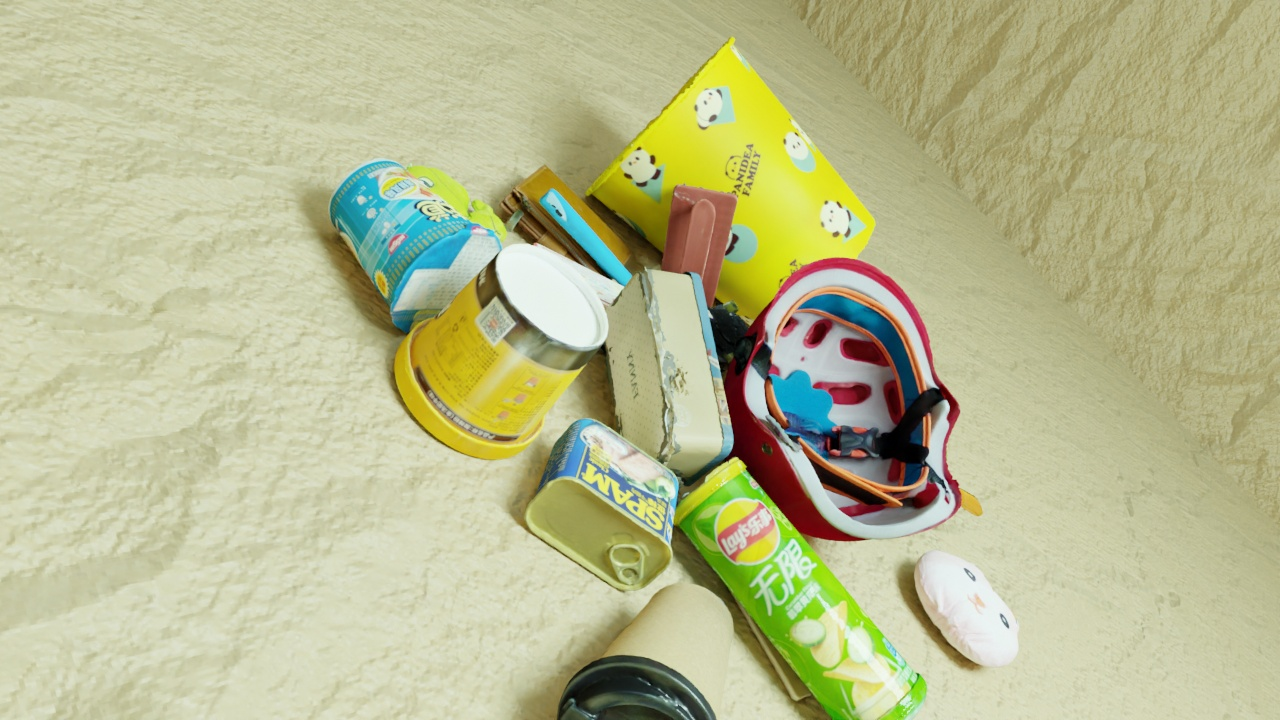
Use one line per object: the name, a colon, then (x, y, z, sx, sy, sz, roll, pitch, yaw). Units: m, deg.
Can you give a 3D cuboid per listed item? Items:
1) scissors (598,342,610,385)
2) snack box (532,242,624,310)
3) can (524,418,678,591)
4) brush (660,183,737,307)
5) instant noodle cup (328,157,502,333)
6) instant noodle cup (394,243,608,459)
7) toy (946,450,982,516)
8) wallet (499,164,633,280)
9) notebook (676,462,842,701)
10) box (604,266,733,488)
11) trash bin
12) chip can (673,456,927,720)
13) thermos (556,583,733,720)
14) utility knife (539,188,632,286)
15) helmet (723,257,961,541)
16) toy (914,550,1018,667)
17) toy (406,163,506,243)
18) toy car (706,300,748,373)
scissors: (-0.005, 0.000, 0.842, 0.180, 0.019, 0.143, 47, 30, 13)
snack box: (-0.032, -0.052, 0.843, 0.155, 0.027, 0.077, 25, 21, -22)
can: (-0.023, 0.098, 0.648, 0.102, 0.057, 0.083, 36, 28, -12)
brush: (0.052, -0.100, 0.917, 0.063, 0.146, 0.069, 11, 28, 1)
instant noodle cup: (-0.174, -0.092, 0.689, 0.110, 0.099, 0.099, 45, 28, 22)
instant noodle cup: (-0.092, -0.010, 0.642, 0.118, 0.115, 0.118, 30, 34, -24)
toy: (0.269, 0.098, 0.971, 0.227, 0.090, 0.246, 30, 26, -3)
wallet: (-0.072, -0.128, 0.908, 0.130, 0.035, 0.118, 45, 33, -9)
notebook: (0.113, 0.171, 0.767, 0.147, 0.008, 0.207, 3, 47, -49)
box: (0.017, 0.007, 0.744, 0.061, 0.090, 0.184, 9, 59, -26)
trash bin: (0.107, -0.182, 1.024, 0.255, 0.230, 0.229, 43, 29, -10)
chip can: (0.115, 0.178, 0.677, 0.221, 0.073, 0.072, 51, 30, 14)
thermos: (0.012, 0.191, 0.542, 0.093, 0.093, 0.143, 43, 21, 2)
utility knife: (-0.021, -0.085, 0.888, 0.218, 0.018, 0.034, 46, 12, -27)
helmet: (0.156, 0.044, 0.798, 0.206, 0.144, 0.239, 15, 62, -22)
toy: (0.322, 0.236, 0.893, 0.159, 0.054, 0.121, 8, 44, -57)
toy: (-0.167, -0.134, 0.808, 0.100, 0.031, 0.096, 47, 29, -2)
toy car: (0.079, -0.022, 0.905, 0.070, 0.042, 0.158, 58, 22, 13)
